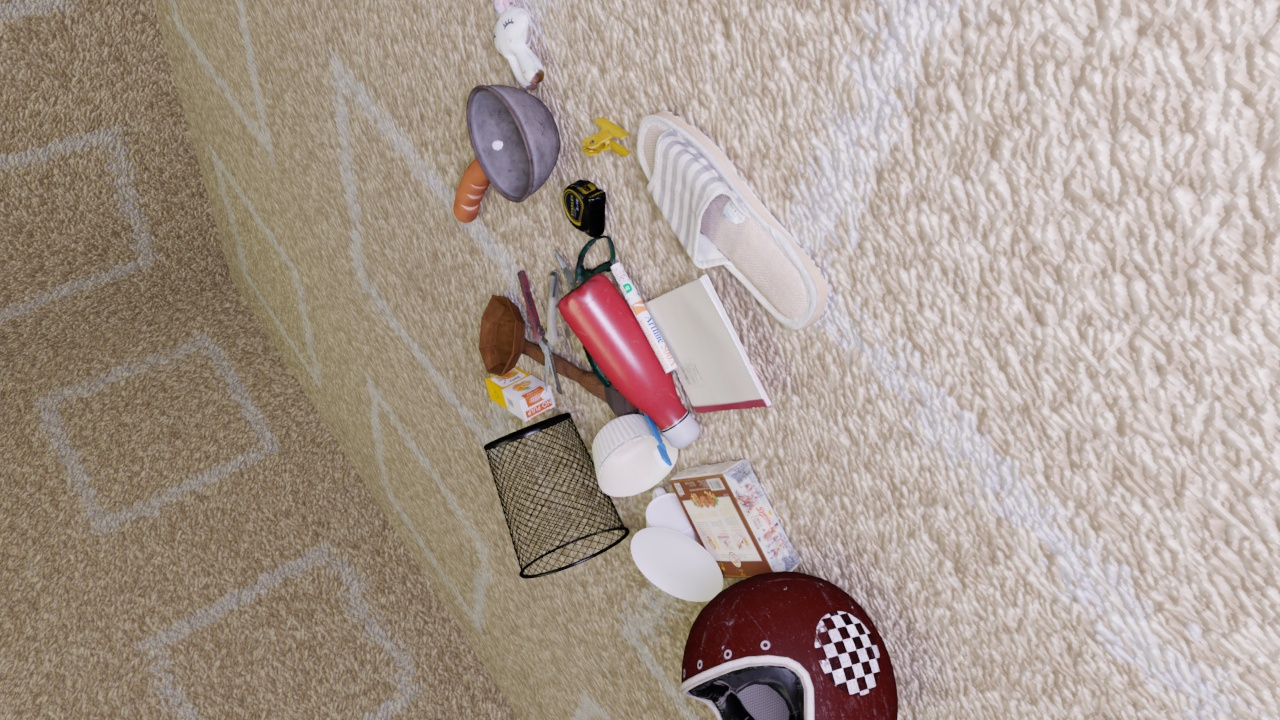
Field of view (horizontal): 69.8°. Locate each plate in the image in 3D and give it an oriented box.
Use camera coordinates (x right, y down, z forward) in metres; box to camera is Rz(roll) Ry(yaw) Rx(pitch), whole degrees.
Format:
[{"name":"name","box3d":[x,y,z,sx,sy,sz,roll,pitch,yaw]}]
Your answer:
[{"name":"plate","box3d":[0.049,0.267,1.213,0.135,0.011,0.135,18,133,20]},{"name":"plate","box3d":[-0.217,-0.039,1.451,0.132,0.025,0.131,-5,84,55]}]

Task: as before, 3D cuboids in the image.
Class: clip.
[{"name":"clip","box3d":[-0.040,-0.240,1.011,0.054,0.048,0.046,40,-174,33]}]

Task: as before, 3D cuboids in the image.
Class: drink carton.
[{"name":"drink carton","box3d":[-0.197,0.054,1.509,0.122,0.058,0.040,25,135,48]}]

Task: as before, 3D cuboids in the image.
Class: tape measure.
[{"name":"tape measure","box3d":[-0.065,-0.187,1.104,0.061,0.034,0.062,41,145,29]}]

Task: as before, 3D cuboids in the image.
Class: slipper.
[{"name":"slipper","box3d":[0.079,-0.135,0.899,0.272,0.054,0.115,50,155,18]}]

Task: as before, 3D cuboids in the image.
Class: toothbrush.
[{"name":"toothbrush","box3d":[0.013,0.088,1.165,0.016,0.014,0.166,43,-170,-27]}]

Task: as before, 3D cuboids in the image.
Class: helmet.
[{"name":"helmet","box3d":[0.155,0.364,1.004,0.234,0.233,0.253,-55,48,54]}]

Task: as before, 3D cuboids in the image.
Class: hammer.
[{"name":"hammer","box3d":[-0.108,0.015,1.358,0.323,0.033,0.115,25,132,49]}]

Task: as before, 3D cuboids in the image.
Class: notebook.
[{"name":"notebook","box3d":[0.068,-0.011,1.026,0.153,0.012,0.209,63,163,-4]}]

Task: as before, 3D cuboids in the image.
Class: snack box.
[{"name":"snack box","box3d":[0.113,0.200,1.145,0.147,0.041,0.143,63,152,-2]}]

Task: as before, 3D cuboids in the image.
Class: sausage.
[{"name":"sausage","box3d":[-0.242,-0.250,1.335,0.044,0.039,0.165,57,152,3]}]

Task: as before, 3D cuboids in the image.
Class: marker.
[{"name":"marker","box3d":[0.004,-0.052,1.103,0.145,0.017,0.017,62,152,5]}]

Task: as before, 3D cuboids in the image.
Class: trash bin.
[{"name":"trash bin","box3d":[-0.141,0.205,1.439,0.184,0.183,0.210,-19,93,62]}]

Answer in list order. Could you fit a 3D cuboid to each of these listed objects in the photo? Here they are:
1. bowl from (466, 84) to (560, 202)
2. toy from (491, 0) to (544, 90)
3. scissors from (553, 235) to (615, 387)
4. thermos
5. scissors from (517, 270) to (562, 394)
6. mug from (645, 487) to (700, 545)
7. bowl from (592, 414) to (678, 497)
[{"name":"bowl","box3d":[-0.148,-0.274,1.127,0.145,0.067,0.145,40,145,35]},{"name":"toy","box3d":[-0.147,-0.375,1.070,0.079,0.038,0.122,-8,105,68]},{"name":"scissors","box3d":[-0.061,-0.078,1.192,0.201,0.015,0.205,63,149,13]},{"name":"thermos","box3d":[-0.007,0.007,1.129,0.240,0.073,0.073,54,153,-8]},{"name":"scissors","box3d":[-0.139,-0.055,1.332,0.198,0.015,0.180,62,146,22]},{"name":"mug","box3d":[0.040,0.228,1.270,0.110,0.073,0.091,-119,20,-49]},{"name":"bowl","box3d":[-0.014,0.121,1.224,0.115,0.115,0.062,93,154,-44]}]
